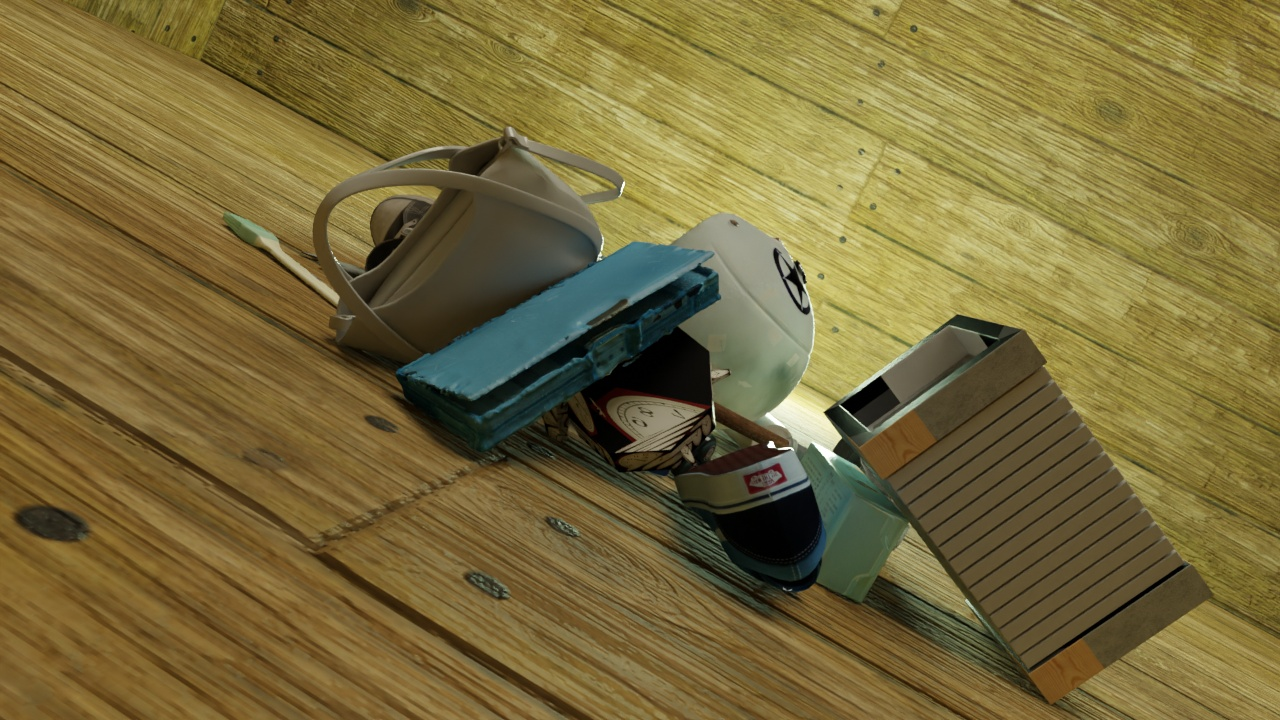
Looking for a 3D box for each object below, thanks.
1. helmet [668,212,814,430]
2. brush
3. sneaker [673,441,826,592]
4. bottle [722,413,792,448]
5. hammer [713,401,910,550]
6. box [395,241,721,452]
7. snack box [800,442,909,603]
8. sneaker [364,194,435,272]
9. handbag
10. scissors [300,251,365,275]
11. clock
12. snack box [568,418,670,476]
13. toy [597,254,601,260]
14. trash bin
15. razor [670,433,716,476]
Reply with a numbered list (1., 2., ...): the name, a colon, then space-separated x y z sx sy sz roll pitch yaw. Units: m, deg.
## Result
1. helmet: 0.089 -0.013 0.990 0.264 0.237 0.163 41 20 -55
2. brush: -0.295 -0.078 0.792 0.218 0.012 0.033 34 8 30
3. sneaker: 0.079 0.116 0.656 0.241 0.083 0.098 102 -31 -86
4. bottle: 0.124 0.071 1.124 0.052 0.052 0.195 25 7 -20
5. hammer: 0.111 0.070 0.885 0.322 0.043 0.155 28 30 -15
6. box: -0.049 -0.026 0.632 0.093 0.049 0.230 28 47 35
7. snack box: 0.160 0.128 0.757 0.053 0.075 0.174 26 7 -4
8. sneaker: -0.215 -0.096 0.853 0.119 0.095 0.234 18 26 -52
9. handbag: -0.133 -0.088 0.649 0.095 0.216 0.222 50 13 28
10. scissors: -0.259 -0.088 0.969 0.225 0.016 0.162 19 13 -43
11. clock: -0.018 0.017 0.694 0.155 0.114 0.065 17 -21 15
12. snack box: -0.044 0.024 0.807 0.056 0.057 0.207 22 9 -47
13. toy: -0.066 -0.057 1.060 0.213 0.142 0.084 37 35 -60
14. trash bin: 0.289 0.109 0.735 0.247 0.142 0.142 52 5 -5
15. razor: 0.022 0.066 0.830 0.052 0.047 0.143 52 -9 -29
